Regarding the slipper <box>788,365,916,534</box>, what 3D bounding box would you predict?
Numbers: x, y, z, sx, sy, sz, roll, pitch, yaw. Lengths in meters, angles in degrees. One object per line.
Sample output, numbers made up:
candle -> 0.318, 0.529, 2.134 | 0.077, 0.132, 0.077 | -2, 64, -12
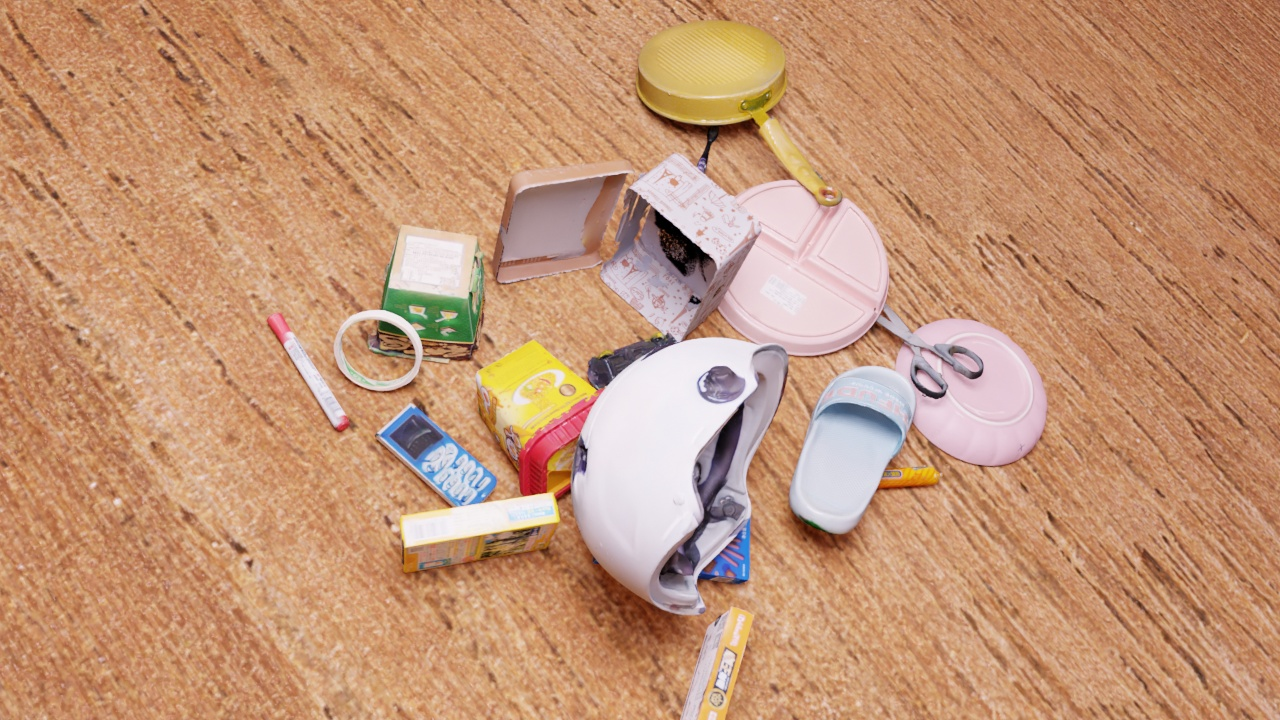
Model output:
slipper -> 0.228, 0.080, 0.975 | 0.104, 0.074, 0.244 | 27, 47, 12

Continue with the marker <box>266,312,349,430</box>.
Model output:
marker -> -0.335, 0.011, 0.925 | 0.017, 0.017, 0.145 | -30, 73, -26

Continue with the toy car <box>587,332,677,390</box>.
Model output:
toy car -> -0.006, 0.006, 0.999 | 0.106, 0.031, 0.049 | -18, 61, -9

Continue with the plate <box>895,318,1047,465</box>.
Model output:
plate -> 0.397, 0.029, 1.082 | 0.192, 0.039, 0.192 | 6, 61, -11

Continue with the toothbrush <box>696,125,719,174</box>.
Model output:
toothbrush -> 0.075, -0.238, 1.161 | 0.014, 0.017, 0.188 | 20, 61, -3

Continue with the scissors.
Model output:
scissors -> 0.323, -0.022, 1.074 | 0.164, 0.014, 0.163 | 6, 48, 11

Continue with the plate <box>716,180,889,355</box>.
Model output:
plate -> 0.188, -0.117, 1.092 | 0.229, 0.028, 0.229 | 2, 72, -6

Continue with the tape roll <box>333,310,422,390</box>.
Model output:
tape roll -> -0.262, -0.009, 0.918 | 0.086, 0.086, 0.013 | 11, 28, -8

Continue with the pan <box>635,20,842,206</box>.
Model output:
pan -> 0.135, -0.316, 1.158 | 0.197, 0.078, 0.357 | -27, 53, -19

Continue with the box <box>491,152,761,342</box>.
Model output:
box -> -0.017, -0.131, 0.986 | 0.269, 0.180, 0.136 | 15, 60, -7

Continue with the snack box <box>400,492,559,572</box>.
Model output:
snack box -> -0.150, 0.160, 0.849 | 0.140, 0.087, 0.033 | -5, 64, -16

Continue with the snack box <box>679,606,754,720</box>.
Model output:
snack box -> 0.061, 0.305, 0.829 | 0.026, 0.075, 0.153 | 22, 59, 0

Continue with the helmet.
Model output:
helmet -> 0.025, 0.084, 0.824 | 0.146, 0.229, 0.258 | 18, 61, 18

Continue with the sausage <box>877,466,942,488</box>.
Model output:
sausage -> 0.257, 0.129, 1.004 | 0.165, 0.021, 0.021 | -1, 62, -15

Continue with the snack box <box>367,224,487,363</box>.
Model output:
snack box -> -0.218, -0.076, 0.949 | 0.117, 0.106, 0.118 | 7, 60, -9

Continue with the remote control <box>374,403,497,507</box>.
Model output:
remote control -> -0.201, 0.098, 0.906 | 0.125, 0.024, 0.048 | 40, 61, 8

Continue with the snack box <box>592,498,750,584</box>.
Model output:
snack box -> 0.034, 0.169, 0.914 | 0.157, 0.026, 0.084 | 11, 64, -14

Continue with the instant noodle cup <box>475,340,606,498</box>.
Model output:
instant noodle cup -> -0.097, 0.055, 0.912 | 0.115, 0.116, 0.123 | -32, 62, -26
